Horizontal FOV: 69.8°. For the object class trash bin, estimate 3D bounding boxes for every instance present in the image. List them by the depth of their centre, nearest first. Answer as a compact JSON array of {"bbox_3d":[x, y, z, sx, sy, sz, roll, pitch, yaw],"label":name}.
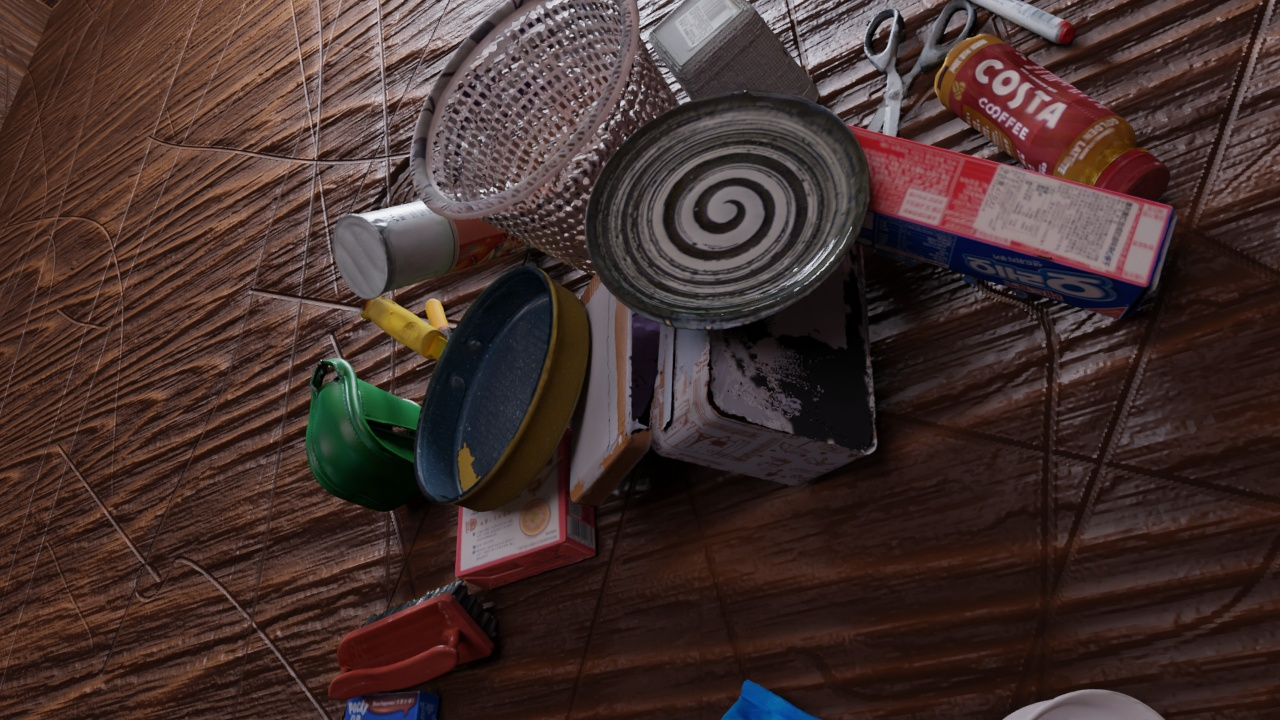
[{"bbox_3d":[-0.046,-0.171,0.768,0.228,0.192,0.227,-18,56,29],"label":"trash bin"}]

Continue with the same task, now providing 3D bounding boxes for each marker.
[{"bbox_3d":[0.274,-0.274,0.703,0.017,0.017,0.145,-45,47,9],"label":"marker"},{"bbox_3d":[-0.195,-0.016,0.921,0.018,0.015,0.123,-39,51,16],"label":"marker"}]

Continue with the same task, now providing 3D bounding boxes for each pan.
[{"bbox_3d":[-0.163,-0.003,0.779,0.358,0.078,0.197,27,90,58],"label":"pan"}]

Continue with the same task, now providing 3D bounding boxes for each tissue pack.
[{"bbox_3d":[0.063,0.273,0.532,0.095,0.052,0.157,20,79,42],"label":"tissue pack"}]

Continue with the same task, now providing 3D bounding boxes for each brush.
[{"bbox_3d":[-0.190,0.231,0.734,0.146,0.063,0.069,-25,20,26],"label":"brush"}]

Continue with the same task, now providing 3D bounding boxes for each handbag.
[{"bbox_3d":[-0.239,0.068,0.825,0.068,0.131,0.120,-34,56,11],"label":"handbag"}]

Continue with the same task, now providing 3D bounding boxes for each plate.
[{"bbox_3d":[0.052,-0.093,0.570,0.180,0.024,0.179,-9,59,14],"label":"plate"}]

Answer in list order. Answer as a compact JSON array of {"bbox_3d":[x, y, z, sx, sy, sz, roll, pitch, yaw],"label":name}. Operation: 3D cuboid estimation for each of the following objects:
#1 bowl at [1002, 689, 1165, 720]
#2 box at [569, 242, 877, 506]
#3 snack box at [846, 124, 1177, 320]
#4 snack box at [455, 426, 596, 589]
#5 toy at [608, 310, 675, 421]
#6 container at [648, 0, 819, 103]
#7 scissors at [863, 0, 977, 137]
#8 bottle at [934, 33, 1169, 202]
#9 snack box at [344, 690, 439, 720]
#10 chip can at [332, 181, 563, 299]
[{"bbox_3d":[0.200,0.215,0.442,0.065,0.118,0.118,146,147,-74],"label":"bowl"},{"bbox_3d":[0.043,0.007,0.655,0.193,0.156,0.182,137,142,-54],"label":"box"},{"bbox_3d":[0.209,-0.087,0.571,0.208,0.057,0.058,20,76,19],"label":"snack box"},{"bbox_3d":[-0.095,0.109,0.751,0.113,0.044,0.127,-23,53,27],"label":"snack box"},{"bbox_3d":[-0.004,0.004,0.746,0.084,0.039,0.108,30,84,30],"label":"toy"},{"bbox_3d":[0.075,-0.248,0.773,0.090,0.114,0.090,-40,48,13],"label":"container"},{"bbox_3d":[0.204,-0.217,0.727,0.171,0.014,0.159,-34,50,20],"label":"scissors"},{"bbox_3d":[0.270,-0.156,0.611,0.057,0.057,0.174,-41,47,11],"label":"bottle"},{"bbox_3d":[-0.205,0.343,0.716,0.085,0.026,0.156,-16,57,30],"label":"snack box"},{"bbox_3d":[-0.164,-0.116,0.822,0.071,0.214,0.071,17,118,34],"label":"chip can"}]
